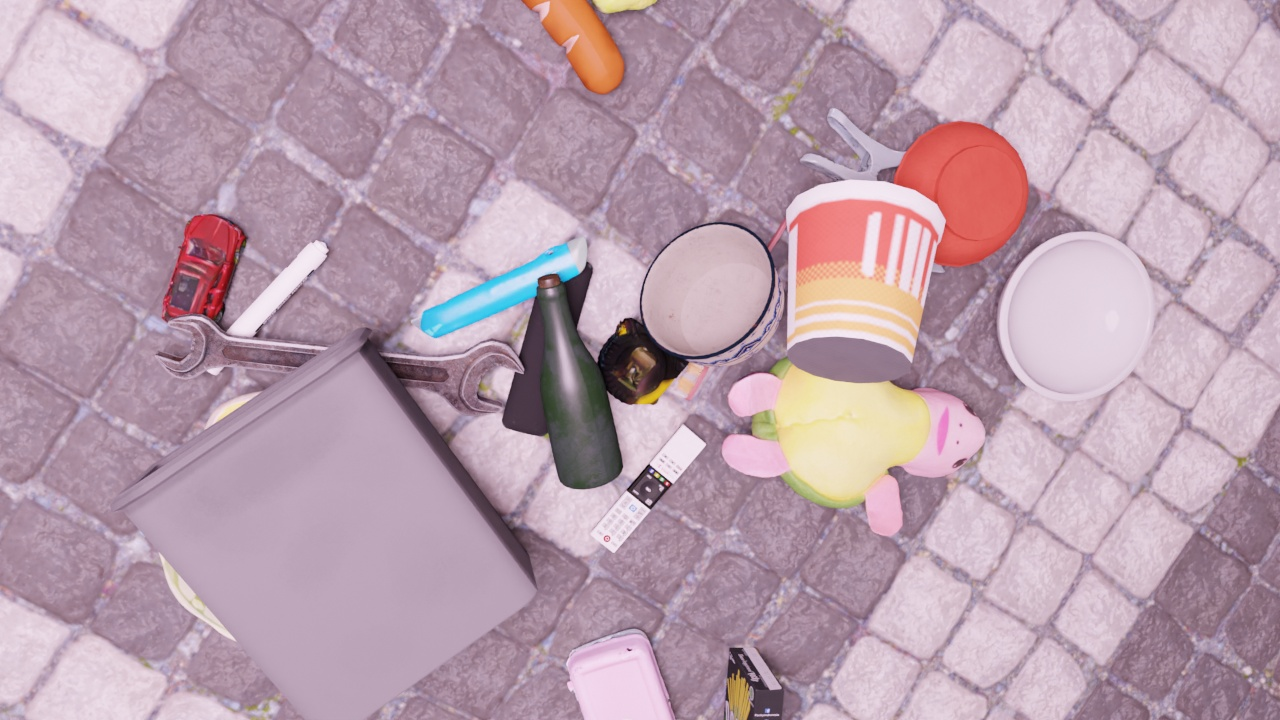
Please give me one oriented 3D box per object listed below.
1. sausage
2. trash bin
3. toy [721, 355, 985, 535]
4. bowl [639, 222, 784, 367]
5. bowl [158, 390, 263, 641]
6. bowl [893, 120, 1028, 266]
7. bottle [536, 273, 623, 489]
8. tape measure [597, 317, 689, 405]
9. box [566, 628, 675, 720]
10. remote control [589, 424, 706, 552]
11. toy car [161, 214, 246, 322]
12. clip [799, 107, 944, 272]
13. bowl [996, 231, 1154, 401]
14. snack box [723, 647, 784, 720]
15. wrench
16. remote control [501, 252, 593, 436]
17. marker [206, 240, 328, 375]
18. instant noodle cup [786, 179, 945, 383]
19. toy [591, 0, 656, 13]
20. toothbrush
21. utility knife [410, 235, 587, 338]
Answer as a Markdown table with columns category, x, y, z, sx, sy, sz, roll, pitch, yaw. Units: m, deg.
| category | x | y | z | sx | sy | sz | roll | pitch | yaw |
| --- | --- | --- | --- | --- | --- | --- | --- | --- | --- |
| sausage | -0.071 | -0.278 | 0.710 | 0.044 | 0.039 | 0.164 | -41 | 103 | 4 |
| trash bin | -0.212 | 0.121 | 0.653 | 0.191 | 0.097 | 0.220 | -35 | 104 | -5 |
| toy | 0.182 | 0.054 | 0.778 | 0.238 | 0.088 | 0.190 | 1 | 75 | -16 |
| bowl | 0.064 | -0.046 | 0.738 | 0.115 | 0.115 | 0.059 | -55 | 145 | 1 |
| bowl | -0.272 | 0.126 | 0.723 | 0.188 | 0.060 | 0.219 | -13 | 101 | -9 |
| bowl | 0.274 | -0.139 | 0.765 | 0.122 | 0.035 | 0.122 | -2 | 99 | -11 |
| bottle | -0.056 | 0.015 | 0.732 | 0.055 | 0.055 | 0.174 | -14 | 111 | -8 |
| tape measure | -0.005 | 0.004 | 0.763 | 0.067 | 0.038 | 0.062 | 38 | 91 | -14 |
| box | -0.005 | 0.339 | 0.814 | 0.086 | 0.044 | 0.202 | -17 | 101 | -2 |
| remote control | 0.006 | 0.110 | 0.793 | 0.028 | 0.012 | 0.124 | 40 | 90 | -13 |
| toy car | -0.334 | -0.067 | 0.698 | 0.042 | 0.036 | 0.091 | 19 | 89 | -11 |
| clip | 0.232 | -0.171 | 0.786 | 0.172 | 0.029 | 0.143 | 40 | 89 | -14 |
| bowl | 0.380 | -0.040 | 0.821 | 0.149 | 0.043 | 0.149 | -1 | 98 | -10 |
| snack box | 0.095 | 0.340 | 0.807 | 0.025 | 0.080 | 0.147 | 2 | 98 | -11 |
| wrench | -0.229 | 0.002 | 0.715 | 0.273 | 0.010 | 0.070 | 7 | 116 | -14 |
| remote control | -0.077 | -0.012 | 0.757 | 0.041 | 0.020 | 0.152 | 15 | 97 | -11 |
| marker | -0.292 | -0.042 | 0.716 | 0.017 | 0.020 | 0.133 | 42 | 88 | 1 |
| instant noodle cup | 0.169 | -0.055 | 0.720 | 0.123 | 0.124 | 0.121 | 15 | 70 | -12 |
| toy | -0.001 | -0.325 | 0.714 | 0.115 | 0.046 | 0.092 | -29 | 99 | -13 |
| toothbrush | 0.081 | -0.049 | 0.783 | 0.015 | 0.015 | 0.184 | 30 | 91 | -9 |
| utility knife | -0.112 | -0.056 | 0.737 | 0.158 | 0.015 | 0.031 | -23 | 95 | 5 |
